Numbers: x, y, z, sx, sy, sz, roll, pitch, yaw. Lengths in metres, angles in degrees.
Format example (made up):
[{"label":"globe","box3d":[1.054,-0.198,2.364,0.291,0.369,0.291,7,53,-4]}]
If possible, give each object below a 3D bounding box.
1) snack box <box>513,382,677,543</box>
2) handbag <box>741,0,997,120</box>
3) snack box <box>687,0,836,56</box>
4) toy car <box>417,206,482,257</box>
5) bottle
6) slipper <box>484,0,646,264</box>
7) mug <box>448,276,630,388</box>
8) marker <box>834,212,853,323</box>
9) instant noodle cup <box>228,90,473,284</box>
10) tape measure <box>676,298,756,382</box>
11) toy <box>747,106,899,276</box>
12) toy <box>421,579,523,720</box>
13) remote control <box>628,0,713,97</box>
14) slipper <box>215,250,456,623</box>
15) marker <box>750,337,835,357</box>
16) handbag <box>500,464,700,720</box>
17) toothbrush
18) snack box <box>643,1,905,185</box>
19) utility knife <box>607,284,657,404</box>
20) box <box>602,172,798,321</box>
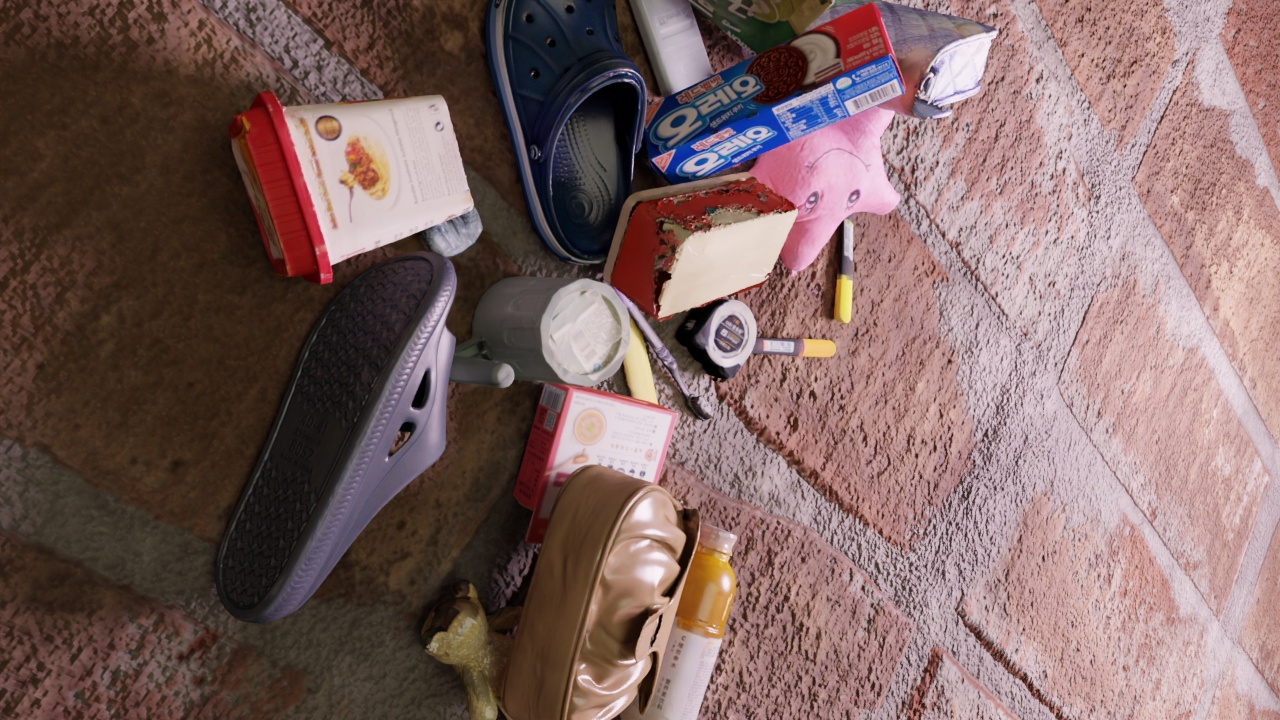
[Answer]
[{"label":"snack box","box3d":[-0.040,0.089,0.759,0.113,0.044,0.127,15,92,-35]},{"label":"handbag","box3d":[0.203,-0.274,0.814,0.133,0.194,0.076,-24,132,-37]},{"label":"snack box","box3d":[0.047,-0.346,0.707,0.240,0.115,0.063,36,73,-13]},{"label":"toy car","box3d":[-0.156,-0.125,0.671,0.048,0.031,0.105,-43,116,-26]},{"label":"bottle","box3d":[0.040,0.240,0.817,0.068,0.068,0.189,26,79,-34]},{"label":"slipper","box3d":[-0.049,-0.199,0.705,0.104,0.095,0.253,-13,105,-37]},{"label":"mug","box3d":[-0.083,-0.014,0.688,0.123,0.103,0.084,-31,111,-31]},{"label":"marker","box3d":[0.210,-0.101,0.946,0.018,0.015,0.124,2,89,-37]},{"label":"instant noodle cup","box3d":[-0.185,-0.118,0.591,0.124,0.116,0.117,-20,105,-24]},{"label":"tape measure","box3d":[0.073,-0.024,0.842,0.066,0.034,0.066,-52,122,-18]},{"label":"toy","box3d":[0.171,-0.166,0.871,0.194,0.074,0.179,-1,114,-24]},{"label":"toy","box3d":[-0.116,0.243,0.717,0.157,0.066,0.104,61,32,-27]},{"label":"remote control","box3d":[0.021,-0.295,0.789,0.055,0.020,0.136,-33,111,-30]},{"label":"slipper","box3d":[-0.192,0.052,0.626,0.083,0.111,0.268,33,79,-50]},{"label":"marker","box3d":[0.143,-0.013,0.905,0.123,0.015,0.018,2,91,-33]},{"label":"handbag","box3d":[-0.021,0.186,0.696,0.147,0.100,0.204,9,97,-60]},{"label":"toothbrush","box3d":[0.018,-0.010,0.803,0.014,0.017,0.189,-55,128,-29]},{"label":"snack box","box3d":[0.102,-0.208,0.742,0.057,0.208,0.058,33,43,-56]},{"label":"utility knife","box3d":[-0.005,0.005,0.799,0.030,0.018,0.152,-21,103,-28]},{"label":"box","box3d":[0.059,-0.095,0.761,0.167,0.079,0.091,-21,141,-45]}]
